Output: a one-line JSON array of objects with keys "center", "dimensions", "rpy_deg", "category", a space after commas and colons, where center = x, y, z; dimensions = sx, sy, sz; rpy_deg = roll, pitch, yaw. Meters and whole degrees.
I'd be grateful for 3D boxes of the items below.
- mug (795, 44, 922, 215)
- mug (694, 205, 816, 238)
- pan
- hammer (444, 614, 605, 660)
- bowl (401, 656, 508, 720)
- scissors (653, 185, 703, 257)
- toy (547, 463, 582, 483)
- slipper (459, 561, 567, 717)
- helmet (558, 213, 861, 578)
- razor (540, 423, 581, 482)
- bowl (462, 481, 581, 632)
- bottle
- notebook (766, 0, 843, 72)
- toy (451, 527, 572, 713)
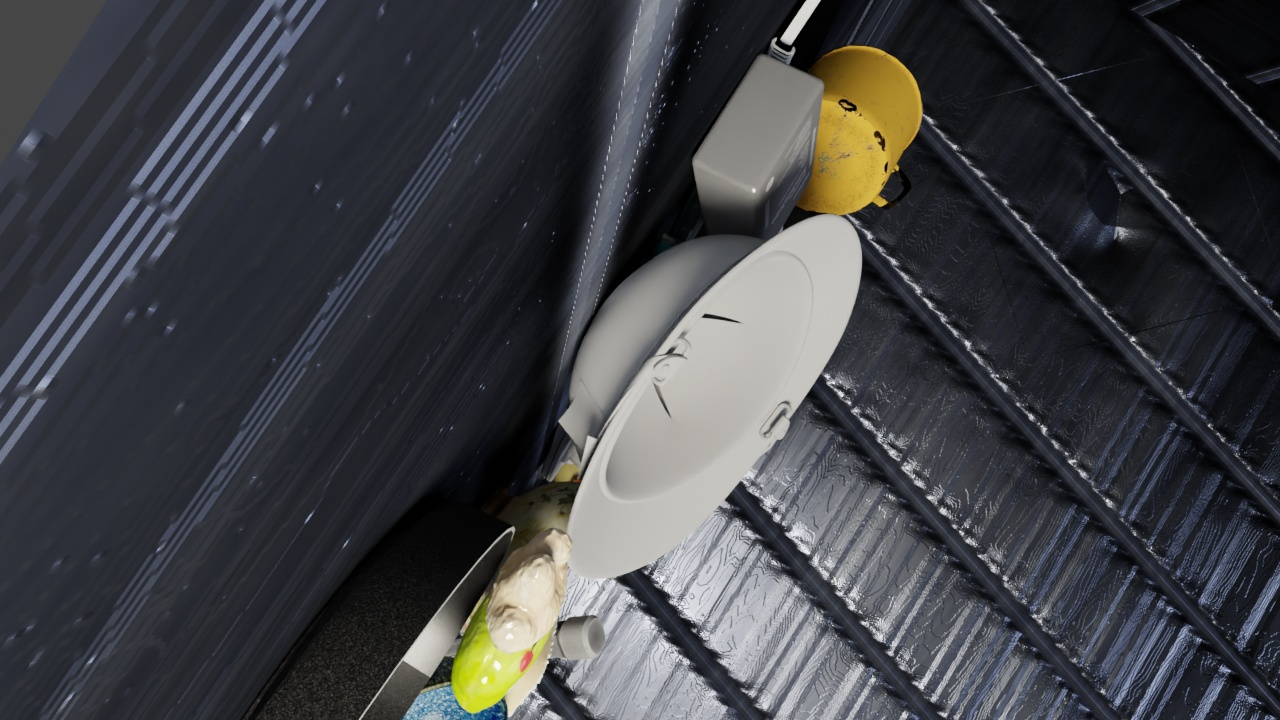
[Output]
[{"center": [0.161, -0.165, 0.703], "dimensions": [0.101, 0.123, 0.093], "rpy_deg": [-32, -164, 47], "category": "mug"}, {"center": [0.107, -0.130, 0.800], "dimensions": [0.113, 0.088, 0.078], "rpy_deg": [-57, 176, 4], "category": "mug"}, {"center": [-0.163, 0.210, 0.478], "dimensions": [0.357, 0.044, 0.203], "rpy_deg": [-60, 176, 35], "category": "pan"}, {"center": [-0.159, 0.303, 0.708], "dimensions": [0.170, 0.034, 0.323], "rpy_deg": [-13, -165, 26], "category": "hammer"}, {"center": [-0.155, 0.242, 0.625], "dimensions": [0.114, 0.061, 0.114], "rpy_deg": [-17, 127, -25], "category": "bowl"}, {"center": [0.026, -0.084, 0.672], "dimensions": [0.125, 0.019, 0.155], "rpy_deg": [-58, 176, 20], "category": "scissors"}, {"center": [-0.042, 0.126, 0.935], "dimensions": [0.111, 0.096, 0.177], "rpy_deg": [-39, 169, -45], "category": "toy"}, {"center": [-0.107, 0.199, 0.778], "dimensions": [0.115, 0.054, 0.272], "rpy_deg": [-51, -166, 17], "category": "slipper"}, {"center": [0.016, 0.001, 0.593], "dimensions": [0.271, 0.118, 0.183], "rpy_deg": [-53, 146, 6], "category": "helmet"}, {"center": [-0.027, 0.101, 0.781], "dimensions": [0.047, 0.116, 0.088], "rpy_deg": [-49, 173, -29], "category": "razor"}, {"center": [-0.090, 0.134, 0.639], "dimensions": [0.145, 0.063, 0.145], "rpy_deg": [-58, 177, -5], "category": "bowl"}, {"center": [0.080, -0.119, 0.621], "dimensions": [0.083, 0.046, 0.174], "rpy_deg": [-58, 166, -9], "category": "bottle"}, {"center": [0.116, -0.226, 0.682], "dimensions": [0.148, 0.016, 0.207], "rpy_deg": [-57, 176, -15], "category": "notebook"}, {"center": [-0.067, 0.138, 0.506], "dimensions": [0.118, 0.043, 0.092], "rpy_deg": [-62, 176, 33], "category": "toy"}]
